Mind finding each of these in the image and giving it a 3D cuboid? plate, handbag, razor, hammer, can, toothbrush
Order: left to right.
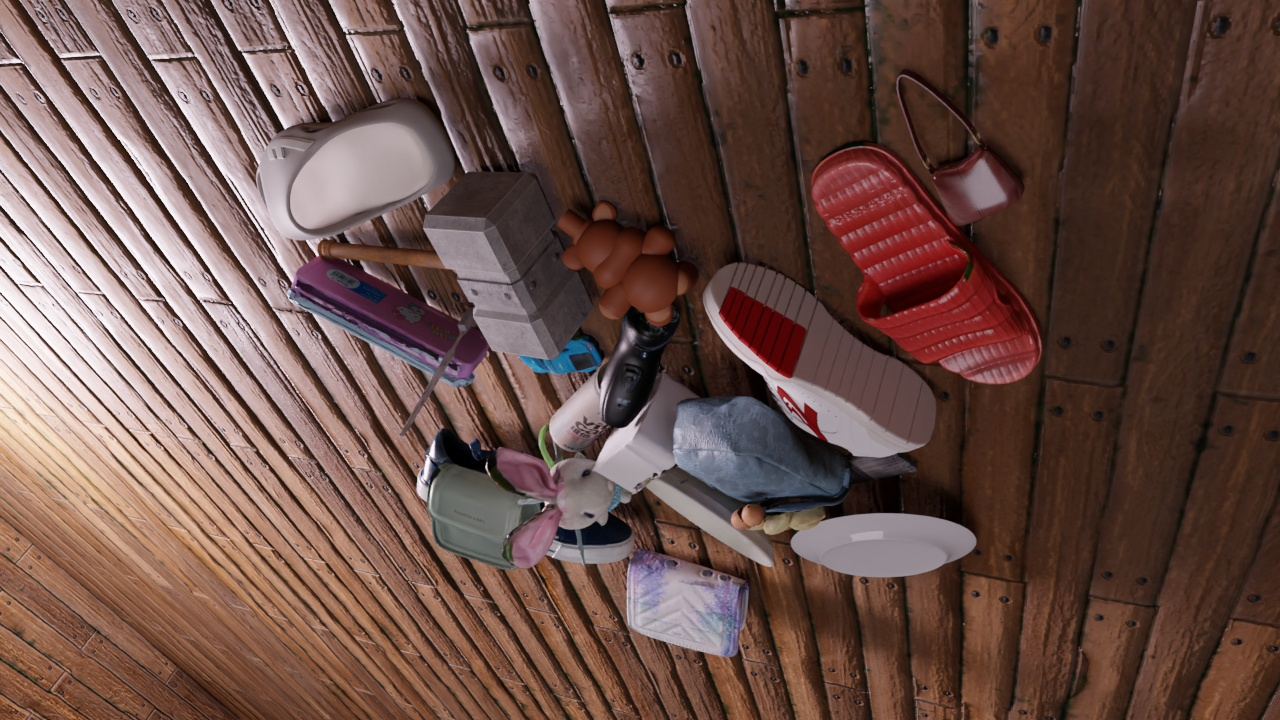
[{"bbox_3d":[-0.215,-0.101,0.906,0.318,0.082,0.163,9,139,33],"label":"hammer"},{"bbox_3d":[-0.204,0.007,0.926,0.010,0.181,0.010,3,134,18],"label":"toothbrush"},{"bbox_3d":[-0.185,0.181,1.077,0.122,0.067,0.106,14,123,18],"label":"handbag"},{"bbox_3d":[-0.051,0.052,0.991,0.054,0.054,0.136,34,143,-10],"label":"can"},{"bbox_3d":[-0.005,0.005,0.882,0.053,0.063,0.141,18,112,-2],"label":"razor"},{"bbox_3d":[0.064,0.316,1.225,0.159,0.069,0.127,12,125,18],"label":"handbag"},{"bbox_3d":[0.078,0.165,1.025,0.182,0.034,0.182,33,168,8],"label":"plate"},{"bbox_3d":[0.115,0.110,0.891,0.122,0.118,0.191,-5,154,41],"label":"handbag"},{"bbox_3d":[0.255,0.202,0.967,0.188,0.016,0.189,3,151,2],"label":"plate"},{"bbox_3d":[0.213,-0.151,0.637,0.055,0.029,0.119,-23,116,42],"label":"handbag"}]

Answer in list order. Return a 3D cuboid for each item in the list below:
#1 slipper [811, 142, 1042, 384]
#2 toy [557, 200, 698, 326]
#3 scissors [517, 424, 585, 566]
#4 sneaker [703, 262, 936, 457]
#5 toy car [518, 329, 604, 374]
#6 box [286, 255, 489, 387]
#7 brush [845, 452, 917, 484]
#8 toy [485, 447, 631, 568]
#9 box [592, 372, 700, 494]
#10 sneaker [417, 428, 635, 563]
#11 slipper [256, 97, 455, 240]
[{"bbox_3d":[0.217,-0.057,0.712,0.249,0.059,0.104,44,138,-19],"label":"slipper"},{"bbox_3d":[-0.016,-0.088,0.812,0.128,0.065,0.095,37,100,5],"label":"toy"},{"bbox_3d":[-0.083,0.157,1.079,0.021,0.171,0.172,-20,168,30],"label":"scissors"},{"bbox_3d":[0.141,0.012,0.822,0.236,0.090,0.105,31,148,-12],"label":"sneaker"},{"bbox_3d":[-0.089,-0.005,0.967,0.105,0.032,0.048,1,136,31],"label":"toy car"},{"bbox_3d":[-0.271,-0.037,0.988,0.214,0.078,0.065,28,107,-2],"label":"box"},{"bbox_3d":[0.211,0.114,0.948,0.152,0.012,0.039,-20,122,44],"label":"brush"},{"bbox_3d":[-0.058,0.150,1.016,0.106,0.131,0.205,-12,173,37],"label":"toy"},{"bbox_3d":[0.021,0.087,0.954,0.091,0.102,0.107,31,143,-9],"label":"box"},{"bbox_3d":[-0.138,0.157,1.146,0.295,0.120,0.127,21,114,9],"label":"sneaker"},{"bbox_3d":[-0.287,-0.164,0.851,0.266,0.080,0.113,-6,123,35],"label":"slipper"}]
